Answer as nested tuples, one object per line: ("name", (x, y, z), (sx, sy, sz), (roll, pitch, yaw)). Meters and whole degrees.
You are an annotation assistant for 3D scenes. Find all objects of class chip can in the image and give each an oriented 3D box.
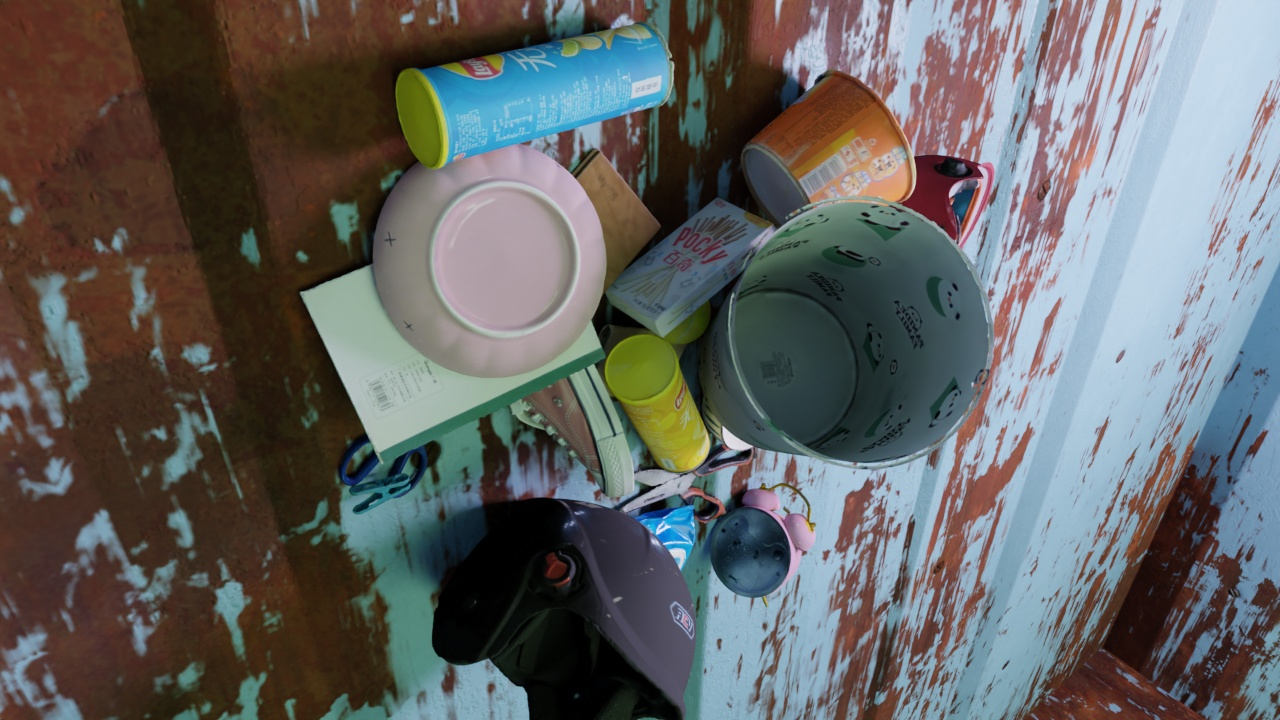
("chip can", (-0.077, -0.208, 0.706), (0.209, 0.071, 0.071), (-24, 132, -30))
("chip can", (0.023, 0.051, 0.940), (0.072, 0.072, 0.213), (-45, 153, -10))

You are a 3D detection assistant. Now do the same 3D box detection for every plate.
("plate", (-0.110, -0.080, 0.725), (0.192, 0.039, 0.192), (-3, 97, -24))

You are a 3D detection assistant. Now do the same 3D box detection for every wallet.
("wallet", (-0.006, 0.006, 0.958), (0.115, 0.024, 0.087), (1, 119, -46))
("wallet", (-0.042, -0.121, 0.840), (0.101, 0.020, 0.115), (-51, 137, -5))

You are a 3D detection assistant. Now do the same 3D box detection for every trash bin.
("trash bin", (0.169, -0.008, 0.879), (0.229, 0.229, 0.252), (-44, 179, -10))

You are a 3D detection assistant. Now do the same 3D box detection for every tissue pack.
("tissue pack", (0.010, 0.241, 1.102), (0.094, 0.052, 0.157), (-9, 132, -36))

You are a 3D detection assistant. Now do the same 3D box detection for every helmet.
("helmet", (-0.060, 0.252, 0.900), (0.229, 0.275, 0.233), (-62, 139, -33))
("helmet", (0.294, -0.143, 1.043), (0.239, 0.144, 0.207), (-51, 158, -33))

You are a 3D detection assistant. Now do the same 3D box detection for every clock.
("clock", (0.165, 0.235, 1.209), (0.059, 0.117, 0.159), (7, 115, -56))

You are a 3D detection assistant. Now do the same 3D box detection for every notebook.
("notebook", (-0.144, -0.027, 0.745), (0.208, 0.012, 0.150), (-26, 104, -20))

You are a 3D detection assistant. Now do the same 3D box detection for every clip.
("clip", (-0.231, 0.116, 0.816), (0.055, 0.013, 0.037), (-18, 132, -28))

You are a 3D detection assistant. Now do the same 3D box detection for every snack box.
("snack box", (0.049, -0.093, 0.891), (0.156, 0.085, 0.027), (-40, 136, -15))

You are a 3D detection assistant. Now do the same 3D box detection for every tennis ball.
("tennis ball", (0.039, -0.048, 0.928), (0.065, 0.065, 0.066), (-23, 131, -30))

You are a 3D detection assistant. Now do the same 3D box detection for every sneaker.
("sneaker", (-0.077, 0.032, 0.846), (0.088, 0.118, 0.241), (-23, 114, -4))

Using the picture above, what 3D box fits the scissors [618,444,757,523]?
("scissors", (0.064, 0.152, 1.130), (0.189, 0.015, 0.224), (-44, 139, -10))

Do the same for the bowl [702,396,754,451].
("bowl", (0.115, 0.040, 1.060), (0.116, 0.066, 0.117), (-24, 132, -30))

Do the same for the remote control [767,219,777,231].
("remote control", (0.171, -0.118, 1.036), (0.056, 0.020, 0.136), (-46, 139, -7))

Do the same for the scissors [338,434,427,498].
("scissors", (-0.204, 0.050, 0.812), (0.143, 0.012, 0.170), (-11, 124, -38))

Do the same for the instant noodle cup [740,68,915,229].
("instant noodle cup", (0.178, -0.191, 0.904), (0.111, 0.151, 0.151), (-36, 137, -8))
